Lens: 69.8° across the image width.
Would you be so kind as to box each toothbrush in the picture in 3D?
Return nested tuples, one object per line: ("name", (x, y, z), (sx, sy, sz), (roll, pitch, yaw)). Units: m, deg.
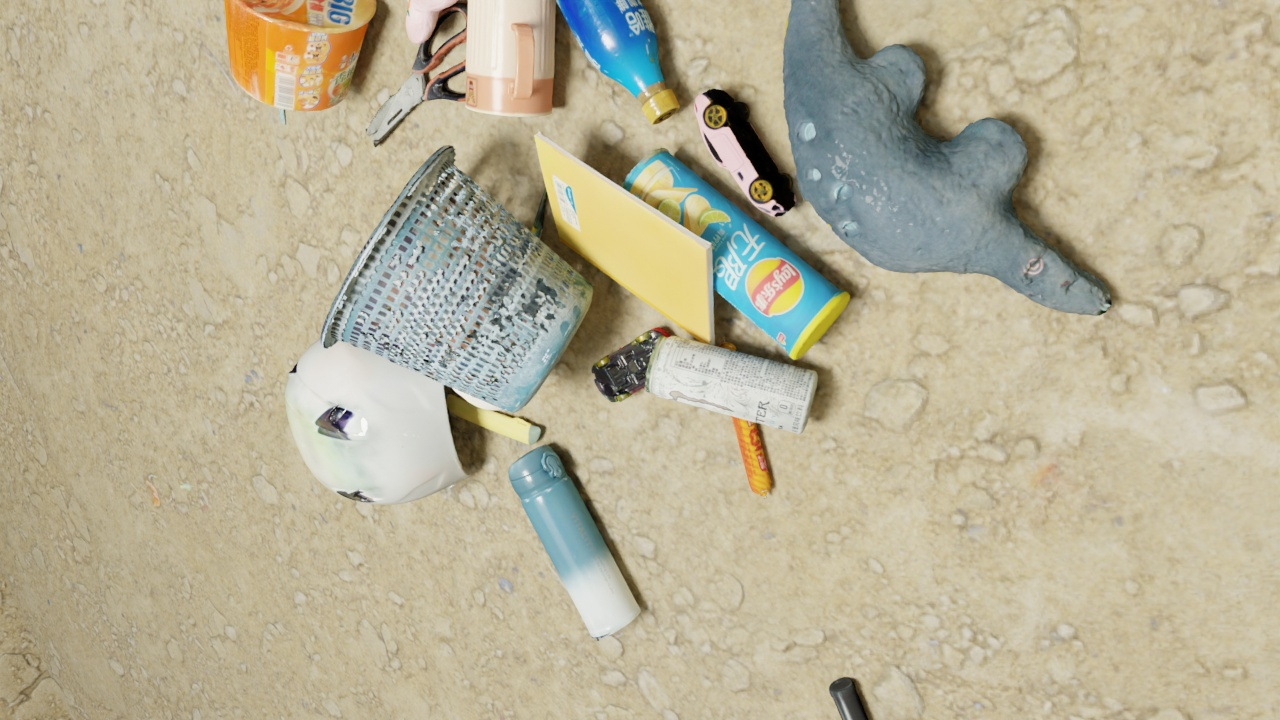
("toothbrush", (0.240, 0.418, 0.920), (0.027, 0.026, 0.212), (-16, 100, 52))
("toothbrush", (-0.107, -0.123, 0.949), (0.017, 0.012, 0.186), (28, 123, 10))

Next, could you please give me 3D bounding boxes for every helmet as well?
("helmet", (-0.332, 0.072, 1.080), (0.259, 0.145, 0.229), (23, 130, 36))

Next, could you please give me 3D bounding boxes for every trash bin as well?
("trash bin", (-0.163, -0.059, 0.889), (0.195, 0.225, 0.227), (33, 128, -10))

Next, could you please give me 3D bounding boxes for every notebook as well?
("notebook", (-0.013, -0.106, 0.830), (0.206, 0.010, 0.146), (37, 157, 26))

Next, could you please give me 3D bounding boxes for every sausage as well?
("sausage", (0.098, 0.057, 0.873), (0.021, 0.021, 0.165), (-7, 105, 37))

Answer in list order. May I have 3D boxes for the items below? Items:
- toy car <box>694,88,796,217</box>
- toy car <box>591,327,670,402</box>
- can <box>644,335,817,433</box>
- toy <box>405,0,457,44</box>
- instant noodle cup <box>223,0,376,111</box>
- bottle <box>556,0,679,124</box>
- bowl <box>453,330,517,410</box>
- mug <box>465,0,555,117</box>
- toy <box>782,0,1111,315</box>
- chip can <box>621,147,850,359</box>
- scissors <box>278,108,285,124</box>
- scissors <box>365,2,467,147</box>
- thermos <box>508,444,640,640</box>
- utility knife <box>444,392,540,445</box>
("toy car", (0.085, -0.172, 0.766), (0.037, 0.056, 0.122), (-33, 89, 36))
("toy car", (-0.005, 0.005, 0.917), (0.107, 0.031, 0.049), (-31, 89, 38))
("can", (0.082, 0.020, 0.823), (0.147, 0.058, 0.058), (14, 118, 12))
("toy", (-0.188, -0.373, 0.861), (0.160, 0.054, 0.121), (-40, 50, 45))
("instant noodle cup", (-0.361, -0.341, 0.958), (0.151, 0.151, 0.112), (42, 135, 14))
("bottle", (-0.034, -0.304, 0.789), (0.065, 0.065, 0.218), (-32, 90, 39))
("bowl", (-0.173, 0.004, 1.013), (0.117, 0.066, 0.116), (14, 116, 30))
("mug", (-0.115, -0.278, 0.832), (0.114, 0.081, 0.106), (-125, 36, -61))
("toy", (0.195, -0.146, 0.687), (0.138, 0.091, 0.356), (-42, 83, 11))
("chip can", (0.077, -0.095, 0.793), (0.210, 0.071, 0.071), (42, 127, 14))
("scissors", (-0.424, -0.342, 1.079), (0.136, 0.017, 0.133), (20, 124, 25))
("scissors", (-0.222, -0.279, 0.962), (0.193, 0.015, 0.207), (30, 124, 21))
("thermos", (-0.077, 0.200, 1.028), (0.070, 0.070, 0.220), (-25, 94, 39))
("utility knife", (-0.179, 0.067, 1.075), (0.163, 0.018, 0.031), (16, 113, 28))
